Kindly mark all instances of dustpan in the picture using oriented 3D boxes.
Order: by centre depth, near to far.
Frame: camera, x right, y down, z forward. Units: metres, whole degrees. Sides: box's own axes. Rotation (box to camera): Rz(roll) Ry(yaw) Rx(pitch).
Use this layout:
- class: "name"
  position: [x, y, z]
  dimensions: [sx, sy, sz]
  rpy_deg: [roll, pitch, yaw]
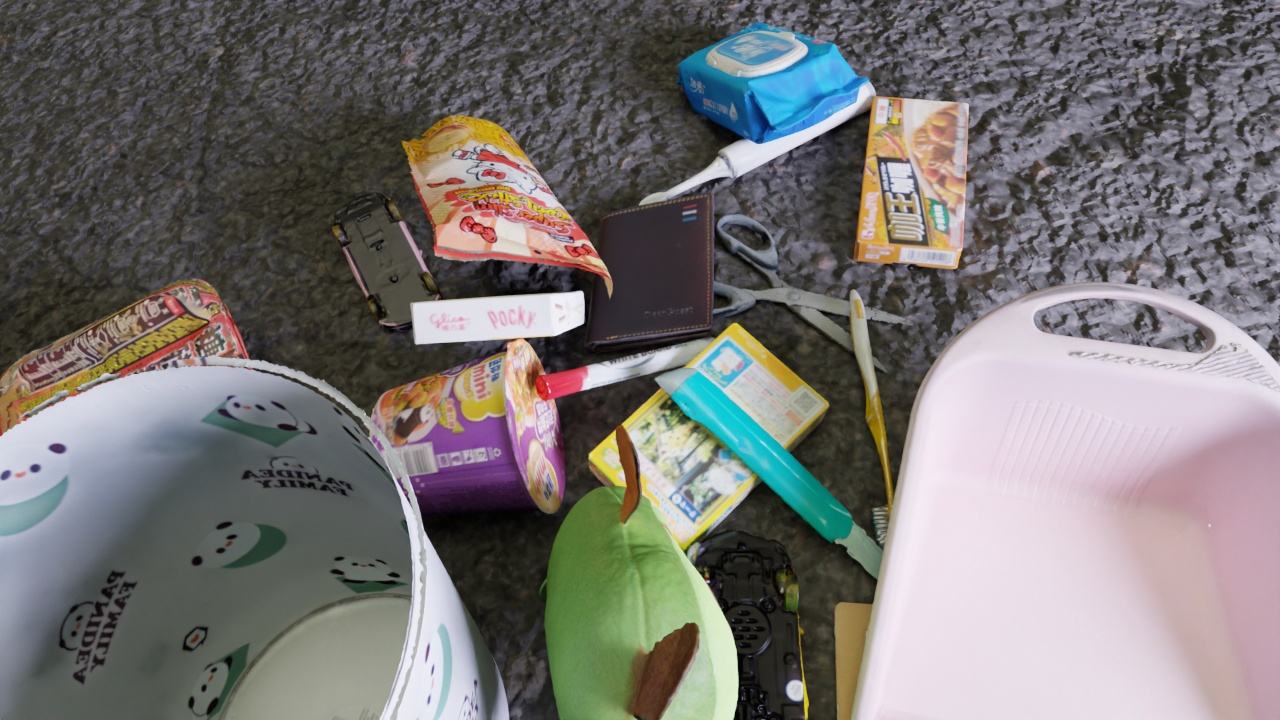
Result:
- class: "dustpan"
  position: [0.235, 0.101, 0.478]
  dimensions: [0.223, 0.139, 0.272]
  rpy_deg: [7, 53, 11]

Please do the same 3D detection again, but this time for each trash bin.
- class: "trash bin"
  position: [-0.176, 0.160, 0.433]
  dimensions: [0.230, 0.252, 0.229]
  rpy_deg: [-3, 58, 5]

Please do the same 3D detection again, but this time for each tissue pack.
- class: "tissue pack"
  position: [0.100, -0.227, 0.737]
  dimensions: [0.095, 0.052, 0.157]
  rpy_deg: [-30, 39, -12]

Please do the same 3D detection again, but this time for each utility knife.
- class: "utility knife"
  position: [0.090, 0.075, 0.565]
  dimensions: [0.205, 0.013, 0.029]
  rpy_deg: [43, 71, 8]

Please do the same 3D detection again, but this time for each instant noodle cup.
- class: "instant noodle cup"
  position: [-0.110, 0.051, 0.585]
  dimensions: [0.099, 0.111, 0.111]
  rpy_deg: [-12, 57, 11]
- class: "instant noodle cup"
  position: [-0.332, 0.050, 0.623]
  dimensions: [0.164, 0.079, 0.188]
  rpy_deg: [-29, 58, -11]

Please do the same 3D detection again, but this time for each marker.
- class: "marker"
  position: [-0.004, 0.004, 0.613]
  dimensions: [0.145, 0.017, 0.017]
  rpy_deg: [-14, 53, -34]

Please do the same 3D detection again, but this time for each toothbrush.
- class: "toothbrush"
  position: [0.151, 0.034, 0.608]
  dimensions: [0.018, 0.016, 0.191]
  rpy_deg: [-7, 61, 9]
- class: "toothbrush"
  position: [0.094, -0.170, 0.739]
  dimensions: [0.220, 0.026, 0.026]
  rpy_deg: [-29, 68, -11]

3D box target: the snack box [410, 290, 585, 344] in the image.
- class: "snack box"
  position: [-0.087, -0.031, 0.608]
  dimensions: [0.085, 0.156, 0.027]
  rpy_deg: [-4, 95, 4]

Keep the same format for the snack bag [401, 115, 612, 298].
- class: "snack bag"
  position: [-0.104, -0.111, 0.662]
  dimensions: [0.128, 0.073, 0.207]
  rpy_deg: [13, 24, -30]

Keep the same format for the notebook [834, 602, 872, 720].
- class: "notebook"
  position: [0.212, 0.210, 0.499]
  dimensions: [0.208, 0.008, 0.147]
  rpy_deg: [1, 58, 7]

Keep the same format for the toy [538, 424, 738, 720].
- class: "toy"
  position: [-0.003, 0.139, 0.458]
  dimensions: [0.090, 0.227, 0.246]
  rpy_deg: [-1, 19, -8]

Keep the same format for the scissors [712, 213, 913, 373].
- class: "scissors"
  position: [0.105, -0.049, 0.671]
  dimensions: [0.159, 0.014, 0.174]
  rpy_deg: [-15, 59, -3]

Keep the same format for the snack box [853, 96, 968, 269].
- class: "snack box"
  position: [0.210, -0.139, 0.706]
  dimensions: [0.075, 0.026, 0.153]
  rpy_deg: [7, 60, 12]

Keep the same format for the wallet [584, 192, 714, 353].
- class: "wallet"
  position: [0.009, -0.065, 0.677]
  dimensions: [0.096, 0.020, 0.122]
  rpy_deg: [-9, 57, 21]

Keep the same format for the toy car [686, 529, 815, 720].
- class: "toy car"
  position: [0.061, 0.173, 0.520]
  dimensions: [0.071, 0.041, 0.155]
  rpy_deg: [-3, 60, 5]

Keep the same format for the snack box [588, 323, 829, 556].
- class: "snack box"
  position: [0.045, 0.050, 0.599]
  dimensions: [0.140, 0.034, 0.087]
  rpy_deg: [-41, 71, -19]

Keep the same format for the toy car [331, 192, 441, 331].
- class: "toy car"
  position: [-0.197, -0.075, 0.711]
  dimensions: [0.056, 0.037, 0.122]
  rpy_deg: [-27, 72, -7]
